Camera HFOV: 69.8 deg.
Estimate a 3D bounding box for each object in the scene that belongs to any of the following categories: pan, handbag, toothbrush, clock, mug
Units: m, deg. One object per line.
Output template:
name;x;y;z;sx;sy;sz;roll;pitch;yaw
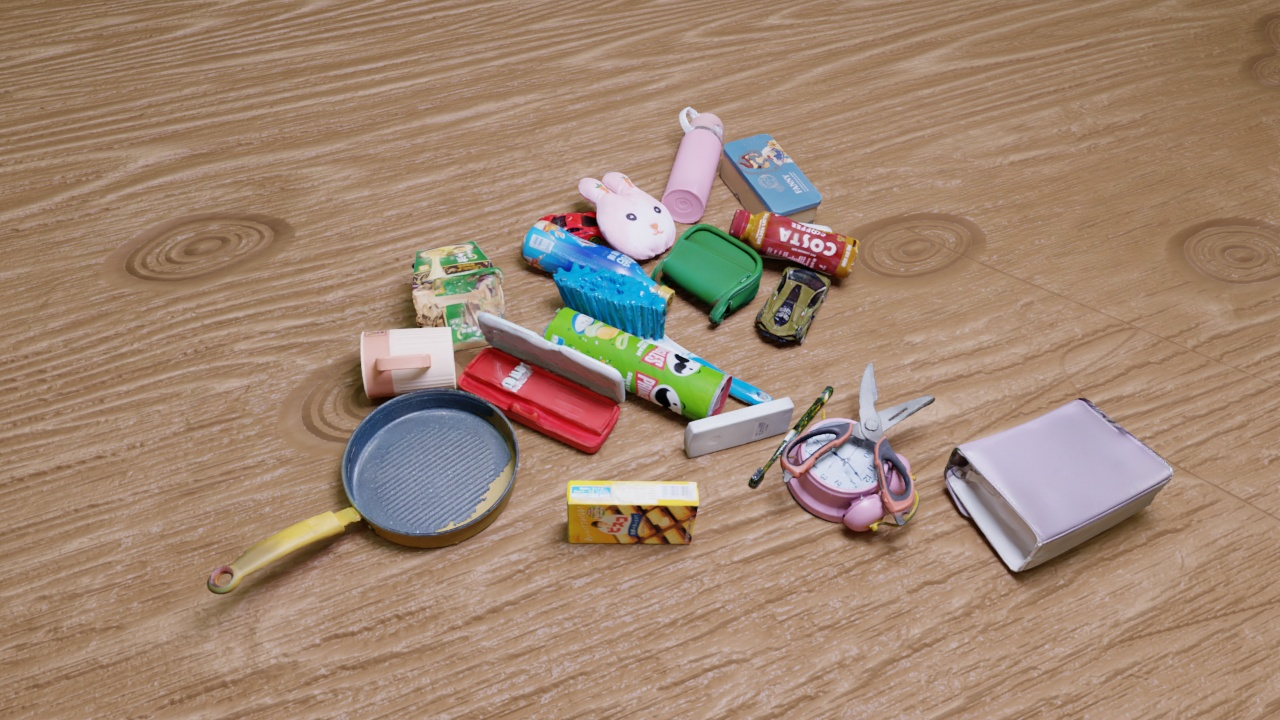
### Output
pan;-0.293;0.150;0.999;0.356;0.078;0.198;-36;61;-28
handbag;0.470;0.136;1.048;0.196;0.099;0.145;-20;57;-17
handbag;0.093;-0.116;1.252;0.131;0.068;0.120;36;66;21
toothbrush;0.186;0.089;1.119;0.012;0.017;0.185;31;55;23
clock;0.246;0.134;1.060;0.158;0.060;0.117;37;58;21
mug;-0.278;0.001;1.102;0.106;0.114;0.081;-5;90;-11

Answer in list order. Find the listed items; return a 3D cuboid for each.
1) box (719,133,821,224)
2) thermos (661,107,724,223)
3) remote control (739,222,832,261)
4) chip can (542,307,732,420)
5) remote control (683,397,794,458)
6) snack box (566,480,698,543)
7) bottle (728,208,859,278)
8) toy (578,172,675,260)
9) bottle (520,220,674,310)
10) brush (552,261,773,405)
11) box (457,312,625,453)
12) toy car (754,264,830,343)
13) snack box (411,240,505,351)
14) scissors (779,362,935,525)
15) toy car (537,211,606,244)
box;0.194;-0.258;1.372;0.089;0.062;0.184;-21;54;-18
thermos;0.077;-0.303;1.386;0.067;0.087;0.198;-21;40;39
remote control;0.203;-0.171;1.305;0.136;0.056;0.020;8;23;3
chip can;-0.007;0.007;1.139;0.236;0.072;0.072;23;53;15
remote control;0.117;0.080;1.097;0.135;0.056;0.019;-14;53;-14
snack box;-0.010;0.166;0.999;0.140;0.087;0.033;3;51;-2
bottle;0.209;-0.164;1.263;0.175;0.058;0.057;17;52;-2
toy;-0.020;-0.210;1.308;0.121;0.054;0.159;-25;68;-39
bottle;-0.056;-0.124;1.244;0.219;0.065;0.065;24;54;15
brush;0.029;-0.032;1.169;0.315;0.110;0.060;20;44;22
box;-0.120;0.019;1.102;0.201;0.102;0.095;23;53;15
toy car;0.208;-0.081;1.244;0.070;0.042;0.157;23;51;13
snack box;-0.236;-0.092;1.184;0.117;0.118;0.105;-11;43;-12
scissors;0.252;0.088;1.049;0.189;0.015;0.222;3;52;0
toy car;-0.100;-0.191;1.318;0.106;0.031;0.049;-4;51;-4
